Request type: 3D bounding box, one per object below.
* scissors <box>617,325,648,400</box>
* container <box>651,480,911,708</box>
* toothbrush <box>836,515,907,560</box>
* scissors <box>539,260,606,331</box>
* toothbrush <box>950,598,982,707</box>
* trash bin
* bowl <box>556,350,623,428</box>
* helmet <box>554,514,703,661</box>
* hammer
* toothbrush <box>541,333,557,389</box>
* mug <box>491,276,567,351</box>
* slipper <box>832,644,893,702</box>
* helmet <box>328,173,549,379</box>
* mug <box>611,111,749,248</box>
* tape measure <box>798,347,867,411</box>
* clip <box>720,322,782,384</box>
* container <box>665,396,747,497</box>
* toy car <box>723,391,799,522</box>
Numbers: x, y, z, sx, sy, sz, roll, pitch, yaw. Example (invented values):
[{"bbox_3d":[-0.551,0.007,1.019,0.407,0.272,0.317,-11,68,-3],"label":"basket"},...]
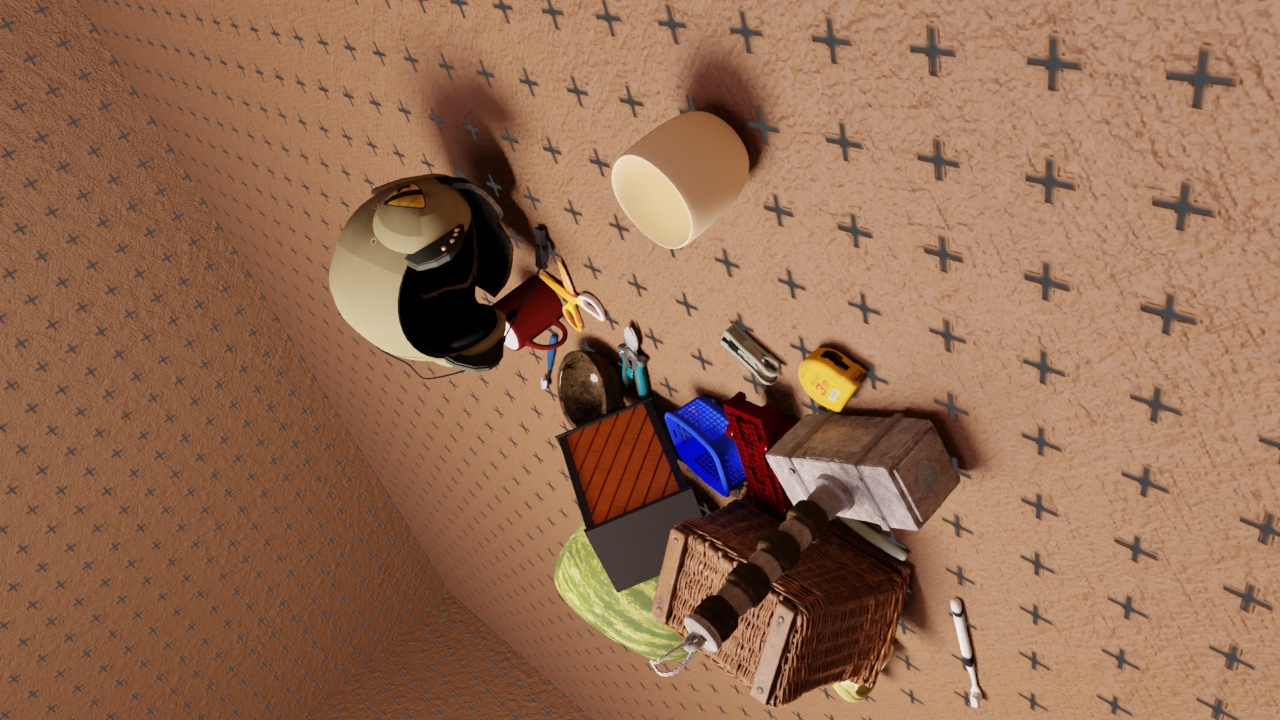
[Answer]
[{"bbox_3d":[-0.012,0.005,1.219,0.133,0.019,0.146,56,155,-14],"label":"scissors"},{"bbox_3d":[0.148,0.273,1.069,0.250,0.182,0.162,26,110,40],"label":"container"},{"bbox_3d":[0.240,0.186,1.061,0.155,0.015,0.022,31,-177,36],"label":"toothbrush"},{"bbox_3d":[-0.089,-0.083,1.233,0.131,0.011,0.125,25,146,38],"label":"scissors"},{"bbox_3d":[0.373,0.337,1.049,0.012,0.017,0.187,1,129,33],"label":"toothbrush"},{"bbox_3d":[-0.008,0.176,1.212,0.171,0.139,0.140,-114,2,-47],"label":"trash bin"},{"bbox_3d":[-0.061,0.042,1.289,0.121,0.056,0.121,18,113,50],"label":"bowl"},{"bbox_3d":[0.022,0.316,1.355,0.247,0.212,0.244,40,135,15],"label":"helmet"},{"bbox_3d":[0.134,0.172,0.851,0.177,0.325,0.079,-1,124,59],"label":"hammer"},{"bbox_3d":[-0.142,0.003,1.429,0.168,0.014,0.014,109,152,-61],"label":"toothbrush"},{"bbox_3d":[-0.152,-0.054,1.288,0.105,0.082,0.073,46,154,8],"label":"mug"},{"bbox_3d":[0.278,0.379,1.179,0.082,0.091,0.191,15,141,47],"label":"slipper"},{"bbox_3d":[-0.251,-0.122,1.134,0.233,0.255,0.251,27,145,34],"label":"helmet"},{"bbox_3d":[0.039,-0.162,0.819,0.096,0.099,0.120,47,156,3],"label":"mug"},{"bbox_3d":[0.186,0.017,0.903,0.059,0.030,0.068,42,151,16],"label":"tape measure"},{"bbox_3d":[0.120,-0.006,0.989,0.076,0.023,0.044,44,155,16],"label":"clip"},{"bbox_3d":[0.090,0.101,1.120,0.114,0.058,0.096,38,154,50],"label":"container"},{"bbox_3d":[0.149,0.107,1.046,0.070,0.061,0.170,22,143,45],"label":"toy car"}]
